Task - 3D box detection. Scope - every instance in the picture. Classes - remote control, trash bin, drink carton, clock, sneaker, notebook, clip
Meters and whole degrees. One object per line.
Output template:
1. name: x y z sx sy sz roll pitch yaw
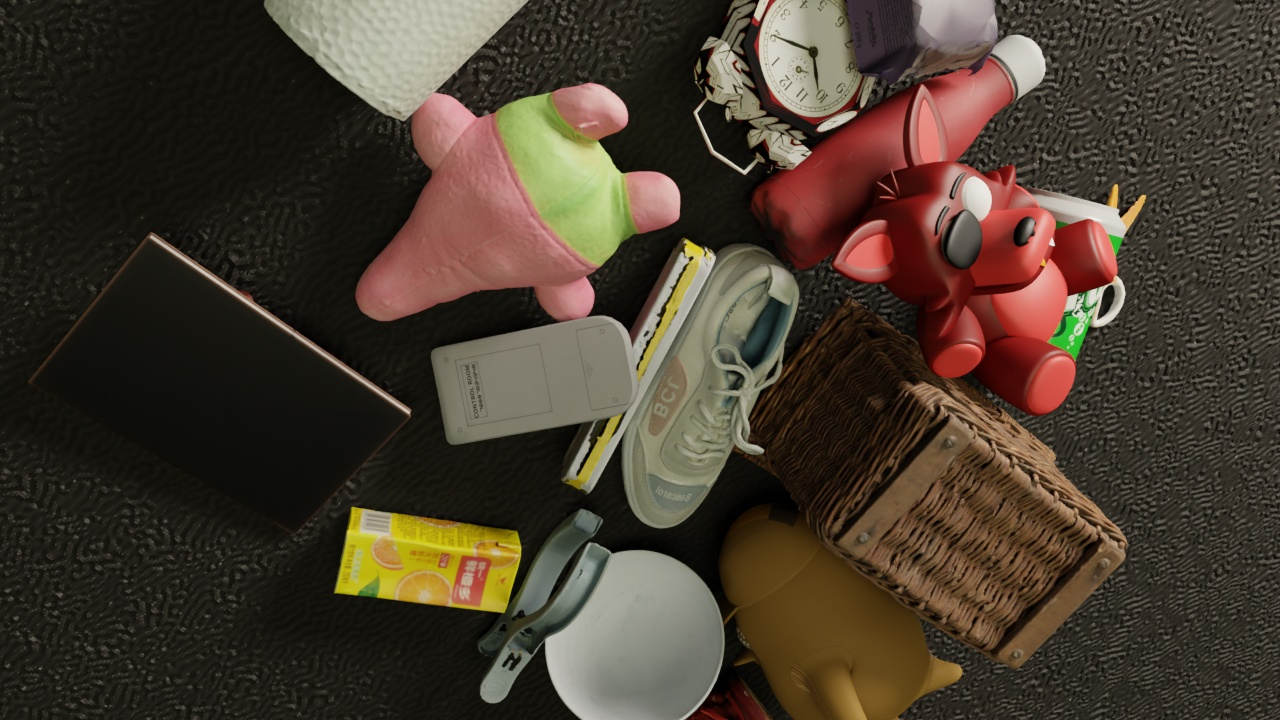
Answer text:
1. remote control: -0.077 0.014 0.674 0.151 0.019 0.074 -11 91 13
2. trash bin: -0.134 -0.242 0.556 0.133 0.133 0.161 40 100 -22
3. drink carton: -0.166 0.158 0.724 0.134 0.043 0.059 11 108 -16
4. clock: 0.094 -0.200 0.650 0.114 0.065 0.154 45 78 -22
5. sneaker: 0.053 0.031 0.707 0.089 0.090 0.242 17 104 -19
6. notebook: -0.290 0.026 0.647 0.141 0.008 0.209 -43 117 14
7. clip: -0.084 0.187 0.757 0.028 0.127 0.167 33 106 -20

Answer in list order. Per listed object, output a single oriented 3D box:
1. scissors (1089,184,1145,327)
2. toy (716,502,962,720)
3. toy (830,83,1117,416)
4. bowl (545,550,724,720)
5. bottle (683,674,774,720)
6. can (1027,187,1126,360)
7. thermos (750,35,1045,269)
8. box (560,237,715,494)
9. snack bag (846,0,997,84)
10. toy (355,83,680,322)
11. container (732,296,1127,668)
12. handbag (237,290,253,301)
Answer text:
1. scissors: 0.406 -0.087 0.792 0.096 0.012 0.133 29 101 -21
2. toy: 0.140 0.216 0.766 0.163 0.198 0.203 -36 94 18
3. toy: 0.229 -0.070 0.632 0.197 0.121 0.158 37 74 -25
4. bowl: 0.000 0.238 0.760 0.144 0.144 0.074 -26 152 -4
5. bottle: 0.066 0.342 0.811 0.111 0.099 0.099 -37 112 -4
6. can: 0.324 -0.062 0.740 0.087 0.087 0.140 10 105 -16
7. thermos: 0.196 -0.162 0.685 0.240 0.073 0.073 -35 112 -1
8. box: -0.005 0.004 0.700 0.033 0.064 0.209 26 101 -7
9. snack bag: 0.182 -0.294 0.615 0.096 0.058 0.205 -16 98 -27
10. toy: -0.097 -0.095 0.634 0.237 0.096 0.192 -28 115 12
11. container: 0.223 0.101 0.705 0.250 0.183 0.162 34 104 -15
12. handbag: -0.302 0.009 0.653 0.055 0.029 0.120 2 113 -12
